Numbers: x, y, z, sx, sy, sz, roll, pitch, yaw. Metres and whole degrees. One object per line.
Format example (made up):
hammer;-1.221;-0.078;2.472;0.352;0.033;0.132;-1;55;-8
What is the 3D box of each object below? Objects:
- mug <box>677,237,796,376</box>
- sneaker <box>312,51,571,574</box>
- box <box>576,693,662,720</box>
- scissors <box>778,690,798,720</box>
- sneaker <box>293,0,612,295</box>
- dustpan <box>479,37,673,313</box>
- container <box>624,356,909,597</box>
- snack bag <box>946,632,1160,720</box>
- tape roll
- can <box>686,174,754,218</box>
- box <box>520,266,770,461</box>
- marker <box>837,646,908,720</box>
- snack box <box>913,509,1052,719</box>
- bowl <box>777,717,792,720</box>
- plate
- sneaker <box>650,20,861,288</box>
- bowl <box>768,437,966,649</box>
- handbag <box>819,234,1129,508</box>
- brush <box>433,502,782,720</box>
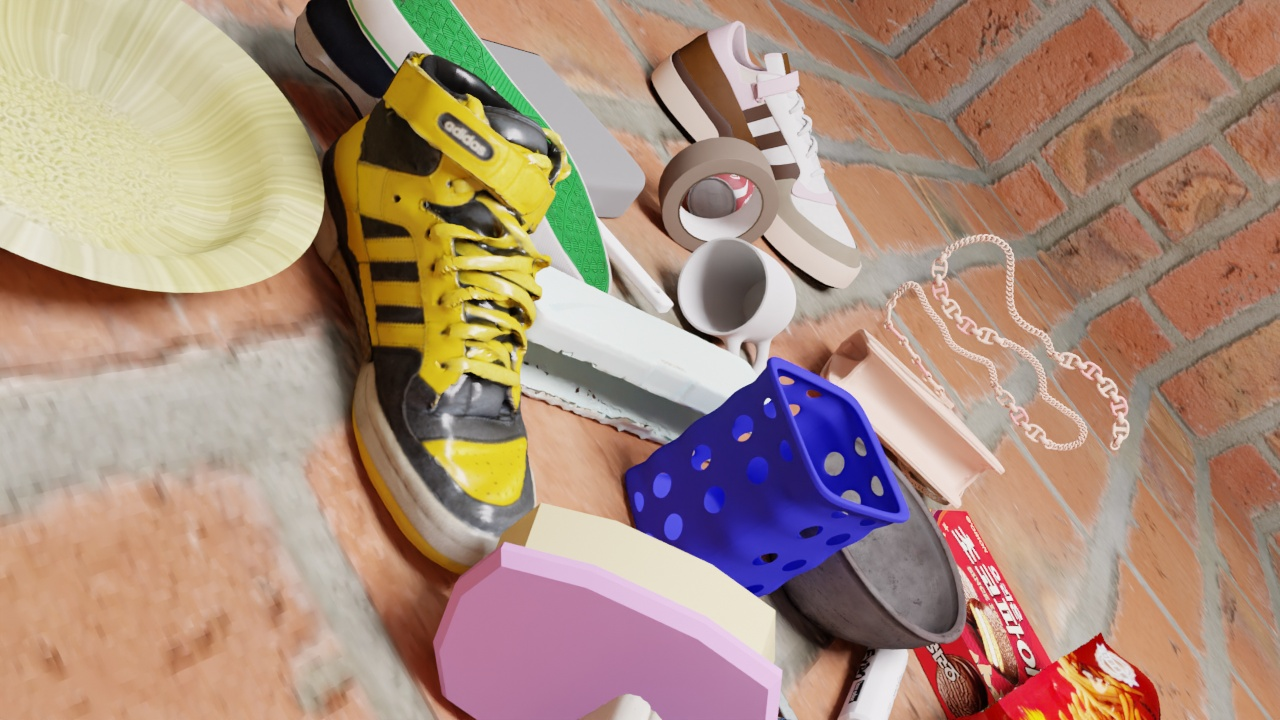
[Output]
mug;0.080;-0.030;0.688;0.089;0.071;0.107;13;74;-59
sneaker;-0.075;-0.035;0.409;0.086;0.122;0.238;6;51;-50
box;0.035;0.167;0.270;0.143;0.182;0.080;40;31;-4
scissors;0.098;0.226;0.459;0.130;0.019;0.134;39;29;-19
sneaker;-0.100;-0.113;0.530;0.235;0.079;0.084;52;28;-33
dustpan;-0.055;-0.137;0.651;0.257;0.033;0.162;50;28;17
container;0.063;0.071;0.487;0.085;0.114;0.084;22;40;-40
snack bag;0.254;0.258;0.573;0.207;0.067;0.139;-7;88;-42
tape roll;0.062;-0.130;0.734;0.093;0.094;0.030;30;36;-33
can;0.076;-0.152;0.819;0.054;0.054;0.096;49;29;-4
box;0.000;0.000;0.544;0.198;0.073;0.085;22;59;-38
marker;0.146;0.191;0.558;0.025;0.025;0.125;53;29;4
snack box;0.239;0.187;0.679;0.132;0.036;0.152;12;47;-48
bowl;0.062;0.206;0.390;0.115;0.059;0.115;34;33;-27
plate;-0.219;-0.091;0.361;0.184;0.036;0.184;34;33;-27
sneaker;0.145;-0.211;0.916;0.294;0.117;0.111;53;29;4
bowl;0.130;0.119;0.573;0.145;0.067;0.144;34;33;-27
handbag;0.273;0.015;0.763;0.199;0.187;0.116;45;18;2
brush;0.036;0.133;0.345;0.229;0.089;0.043;24;25;2
